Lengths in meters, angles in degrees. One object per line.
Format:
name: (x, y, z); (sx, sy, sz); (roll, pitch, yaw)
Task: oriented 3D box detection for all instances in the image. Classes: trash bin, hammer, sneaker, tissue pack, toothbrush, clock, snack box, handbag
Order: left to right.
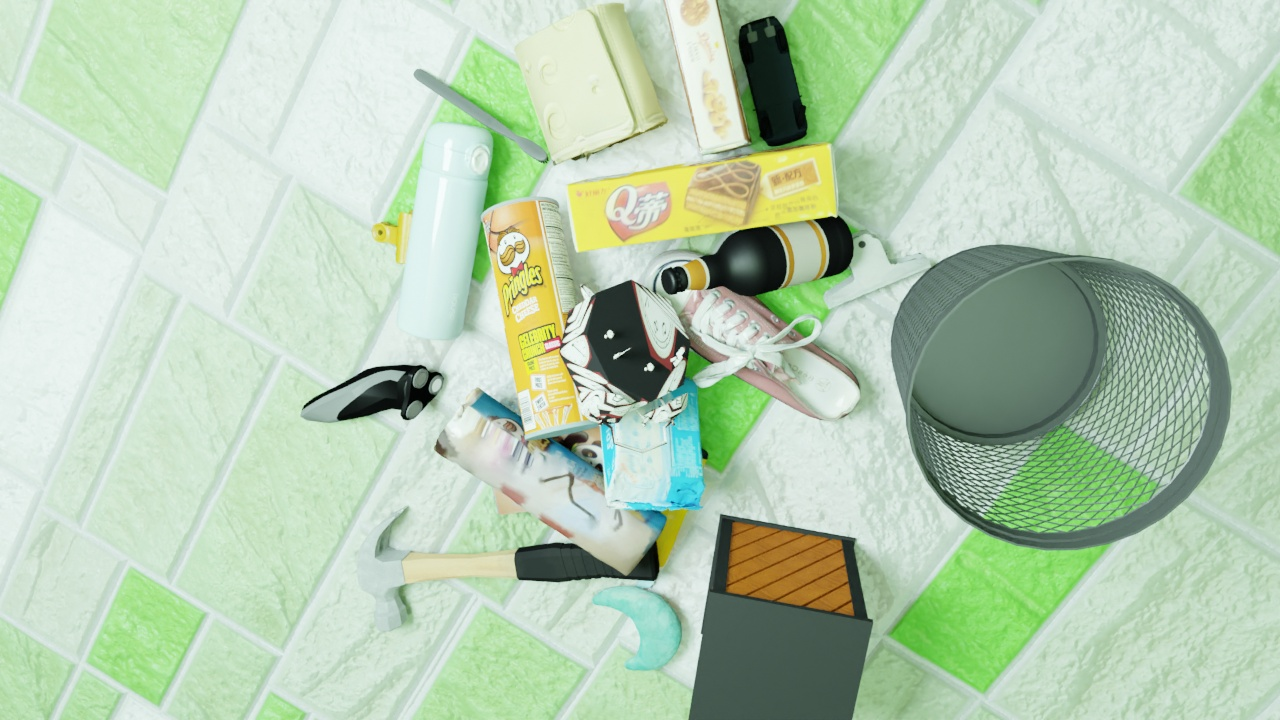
toothbrush: (-0.152, -0.232, 0.867); (0.167, 0.013, 0.013); (36, 89, 13)
hammer: (-0.144, 0.217, 0.976); (0.328, 0.039, 0.131); (-5, 101, 12)
snack box: (-0.081, 0.105, 0.946); (0.151, 0.034, 0.087); (-9, 102, 11)
handbag: (-0.047, -0.246, 0.832); (0.111, 0.081, 0.119); (-16, 104, 26)
clock: (-0.005, 0.005, 0.815); (0.065, 0.114, 0.154); (-28, 66, 49)
tissue pack: (0.008, 0.077, 0.873); (0.092, 0.144, 0.062); (7, 149, -17)
snack box: (0.057, -0.148, 0.824); (0.230, 0.110, 0.062); (-7, 103, 10)
snack box: (0.058, -0.250, 0.781); (0.041, 0.146, 0.143); (-13, 101, 10)
sneaker: (0.102, -0.017, 0.860); (0.241, 0.087, 0.118); (33, 106, 1)
trash bin: (0.130, 0.257, 0.880); (0.140, 0.171, 0.140); (9, 105, 6)
trash bin: (0.318, 0.009, 0.763); (0.218, 0.227, 0.218); (2, 104, 8)

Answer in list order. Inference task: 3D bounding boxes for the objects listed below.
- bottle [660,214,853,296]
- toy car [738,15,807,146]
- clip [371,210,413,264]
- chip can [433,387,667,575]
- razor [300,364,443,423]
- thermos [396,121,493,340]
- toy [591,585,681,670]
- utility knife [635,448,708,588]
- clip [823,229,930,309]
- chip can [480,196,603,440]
bottle: (0.100, -0.087, 0.809); (0.181, 0.059, 0.059); (-15, 103, -26)
toy car: (0.119, -0.251, 0.829); (0.046, 0.034, 0.112); (-14, 98, 10)
clip: (-0.243, -0.126, 0.924); (0.049, 0.044, 0.054); (25, 113, 47)
chip can: (-0.087, 0.119, 0.891); (0.229, 0.079, 0.080); (34, 106, 0)
razor: (-0.284, 0.037, 0.952); (0.156, 0.057, 0.060); (-7, 74, 18)
thermos: (-0.189, -0.126, 0.889); (0.078, 0.065, 0.207); (28, 111, 43)
toy: (0.002, 0.283, 0.980); (0.085, 0.033, 0.105); (-21, 101, 24)
utility knife: (0.029, 0.165, 0.953); (0.030, 0.017, 0.179); (22, 106, 8)
clip: (0.214, -0.095, 0.867); (0.102, 0.050, 0.058); (-22, 92, 12)
chip can: (-0.092, -0.038, 0.858); (0.075, 0.075, 0.215); (-14, 83, 11)
